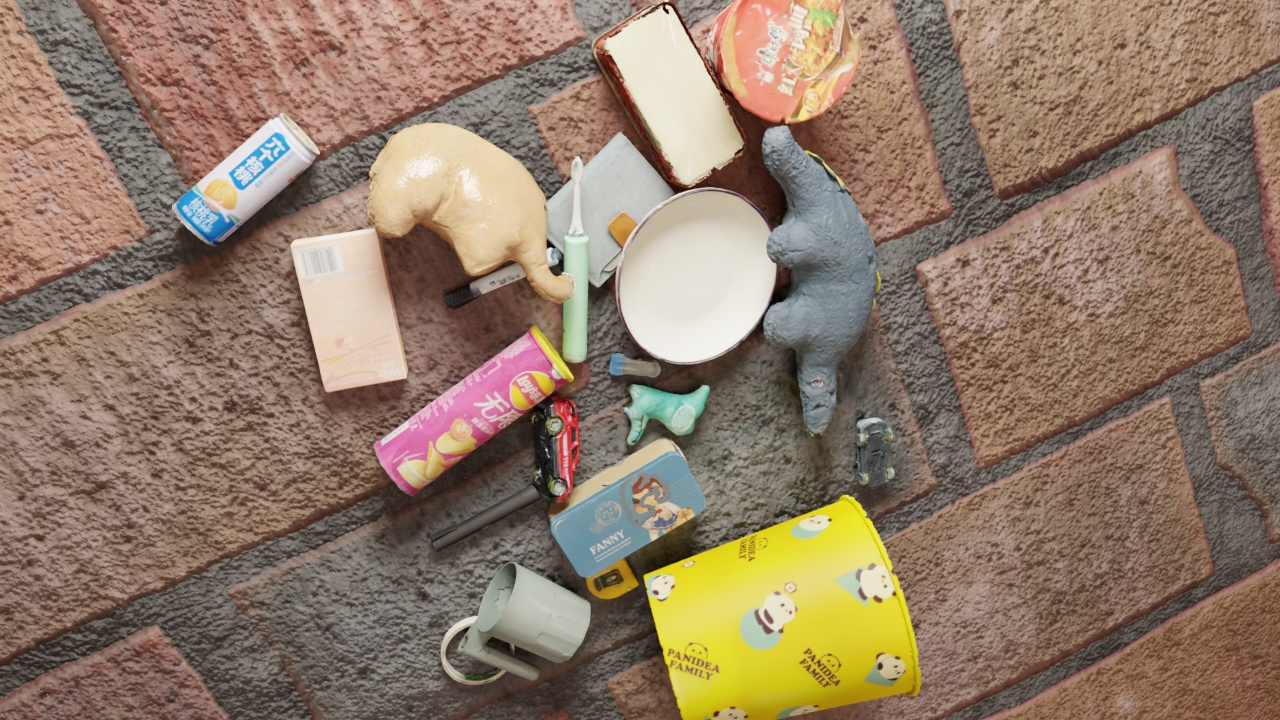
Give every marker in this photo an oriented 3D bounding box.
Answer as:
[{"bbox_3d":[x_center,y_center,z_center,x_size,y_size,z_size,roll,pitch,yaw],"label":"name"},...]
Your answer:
[{"bbox_3d":[-0.174,0.176,1.031,0.132,0.020,0.022,-27,119,-3],"label":"marker"},{"bbox_3d":[-0.142,-0.085,0.950,0.131,0.018,0.023,-22,138,5],"label":"marker"}]

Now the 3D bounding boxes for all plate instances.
[{"bbox_3d":[0.056,-0.091,0.977,0.192,0.039,0.193,-10,115,-23],"label":"plate"}]

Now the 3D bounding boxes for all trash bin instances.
[{"bbox_3d":[0.150,0.298,1.041,0.255,0.229,0.230,-16,109,-2],"label":"trash bin"}]

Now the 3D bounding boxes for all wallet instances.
[{"bbox_3d":[-0.032,-0.153,0.954,0.130,0.037,0.106,-43,111,5],"label":"wallet"}]

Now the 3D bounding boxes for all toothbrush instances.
[{"bbox_3d":[-0.066,-0.098,0.942,0.026,0.027,0.225,0,121,-5],"label":"toothbrush"}]

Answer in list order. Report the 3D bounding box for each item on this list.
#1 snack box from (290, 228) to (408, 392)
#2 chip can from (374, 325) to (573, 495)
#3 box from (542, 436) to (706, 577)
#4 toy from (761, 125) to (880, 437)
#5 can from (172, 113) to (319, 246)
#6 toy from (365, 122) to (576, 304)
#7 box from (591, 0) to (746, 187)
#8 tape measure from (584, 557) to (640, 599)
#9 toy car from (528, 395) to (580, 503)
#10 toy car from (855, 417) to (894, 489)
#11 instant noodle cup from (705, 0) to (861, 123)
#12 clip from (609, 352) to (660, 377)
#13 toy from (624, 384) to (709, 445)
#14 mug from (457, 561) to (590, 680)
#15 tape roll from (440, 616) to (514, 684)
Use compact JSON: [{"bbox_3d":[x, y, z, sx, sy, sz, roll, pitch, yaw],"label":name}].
[{"bbox_3d":[-0.293,-0.051,0.932,0.084,0.026,0.157,-10,109,-10],"label":"snack box"},{"bbox_3d":[-0.175,0.053,0.967,0.210,0.071,0.071,-36,111,1],"label":"chip can"},{"bbox_3d":[-0.022,0.168,1.042,0.184,0.059,0.090,-33,110,-3],"label":"box"},{"bbox_3d":[0.194,-0.087,0.985,0.137,0.091,0.357,-28,121,-33],"label":"toy"},{"bbox_3d":[-0.370,-0.170,0.864,0.134,0.053,0.053,-40,111,1],"label":"can"},{"bbox_3d":[-0.150,-0.144,0.892,0.226,0.083,0.143,26,70,-14],"label":"toy"},{"bbox_3d":[0.030,-0.262,0.914,0.091,0.077,0.168,-33,110,-2],"label":"box"},{"bbox_3d":[-0.037,0.254,1.080,0.057,0.029,0.060,-28,110,-3],"label":"tape measure"},{"bbox_3d":[-0.092,0.096,1.007,0.045,0.053,0.120,-6,104,-30],"label":"toy car"},{"bbox_3d":[0.279,0.112,1.105,0.043,0.034,0.091,-14,111,-11],"label":"toy car"},{"bbox_3d":[0.129,-0.305,0.905,0.138,0.108,0.138,-4,107,-12],"label":"instant noodle cup"},{"bbox_3d":[-0.006,0.006,1.020,0.057,0.029,0.024,6,103,-4],"label":"clip"},{"bbox_3d":[0.022,0.059,1.036,0.092,0.030,0.097,18,109,-12],"label":"toy"},{"bbox_3d":[-0.132,0.304,1.048,0.103,0.083,0.124,30,103,-21],"label":"mug"},{"bbox_3d":[-0.192,0.342,1.080,0.085,0.014,0.086,-3,107,-11],"label":"tape roll"}]
